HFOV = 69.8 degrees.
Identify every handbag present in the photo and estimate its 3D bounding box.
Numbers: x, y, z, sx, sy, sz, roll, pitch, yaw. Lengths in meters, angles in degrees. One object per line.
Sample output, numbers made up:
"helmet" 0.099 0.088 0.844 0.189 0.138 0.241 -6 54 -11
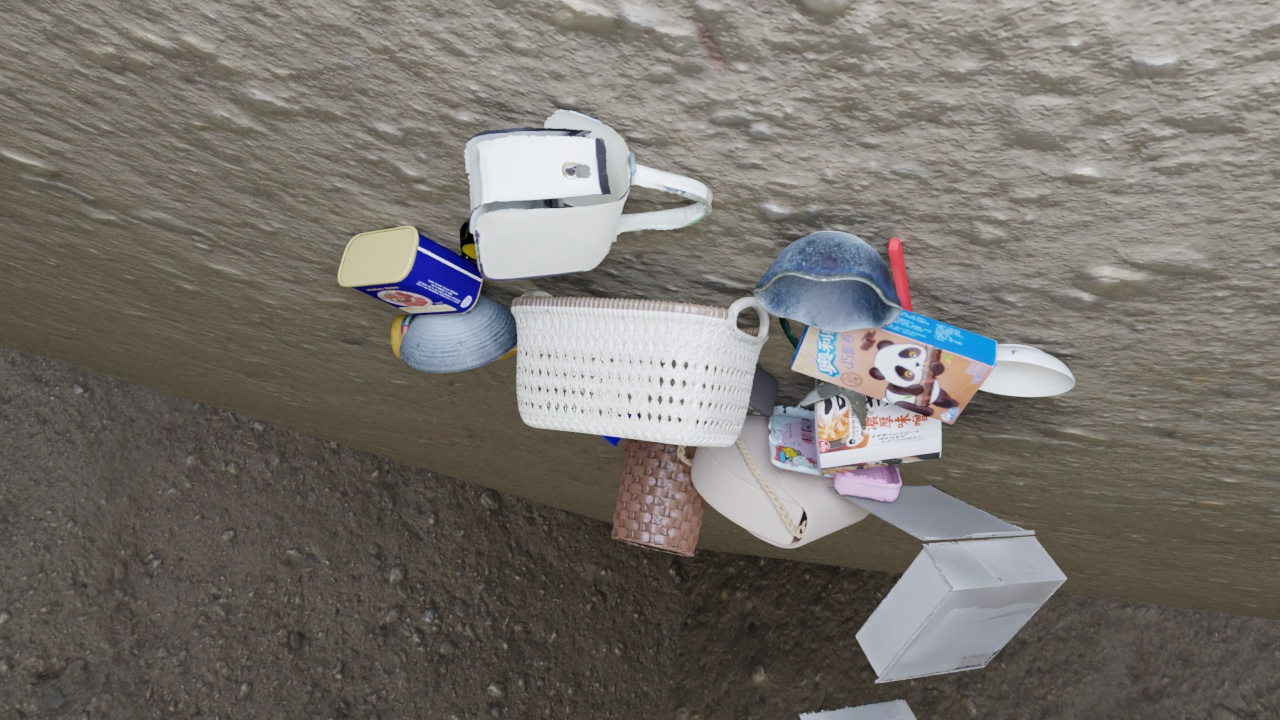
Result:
"handbag" -0.036 -0.117 0.660 0.176 0.074 0.151 -5 168 -8
"handbag" 0.177 0.135 1.157 0.210 0.103 0.208 -10 -145 -41

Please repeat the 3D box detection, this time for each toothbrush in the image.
"toothbrush" 0.214 -0.053 0.765 0.018 0.012 0.212 10 165 23

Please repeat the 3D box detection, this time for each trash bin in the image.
"trash bin" 0.039 0.163 1.302 0.151 0.209 0.151 12 166 3

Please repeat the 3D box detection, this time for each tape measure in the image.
"tape measure" -0.130 -0.102 0.815 0.061 0.034 0.061 12 163 -1

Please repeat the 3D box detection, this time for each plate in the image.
"plate" 0.344 0.006 0.846 0.104 0.026 0.104 12 164 3

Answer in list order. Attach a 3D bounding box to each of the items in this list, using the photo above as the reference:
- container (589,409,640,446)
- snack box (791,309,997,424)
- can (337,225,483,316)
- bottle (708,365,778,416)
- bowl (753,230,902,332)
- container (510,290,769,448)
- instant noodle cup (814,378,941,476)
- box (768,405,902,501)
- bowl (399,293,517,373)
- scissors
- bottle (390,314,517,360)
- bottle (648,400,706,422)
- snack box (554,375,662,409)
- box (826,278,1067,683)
"container" -0.049 0.056 1.219 0.096 0.058 0.114 47 178 23
"snack box" 0.214 -0.004 0.788 0.151 0.034 0.087 19 142 6
"can" -0.227 -0.085 0.912 0.116 0.056 0.092 0 161 39
"bottle" 0.084 0.017 1.051 0.084 0.046 0.173 2 162 33
"bowl" 0.144 -0.064 0.698 0.110 0.055 0.110 11 165 3
"container" -0.005 0.005 0.898 0.247 0.143 0.184 4 176 29
"instant noodle cup" 0.251 0.060 0.967 0.122 0.123 0.123 -2 162 15
"box" 0.228 0.107 1.105 0.152 0.038 0.201 8 -164 6
"bowl" -0.199 -0.046 0.990 0.137 0.136 0.057 6 124 22
"scissors" 0.191 -0.007 0.837 0.202 0.015 0.202 38 141 -20
"bottle" -0.194 -0.027 1.071 0.186 0.053 0.053 1 163 7
"bottle" 0.046 0.050 1.209 0.109 0.044 0.044 14 165 -7
"snack box" -0.042 0.018 1.090 0.148 0.040 0.143 -6 164 1
"box" 0.311 0.130 1.039 0.167 0.421 0.174 3 153 -28
